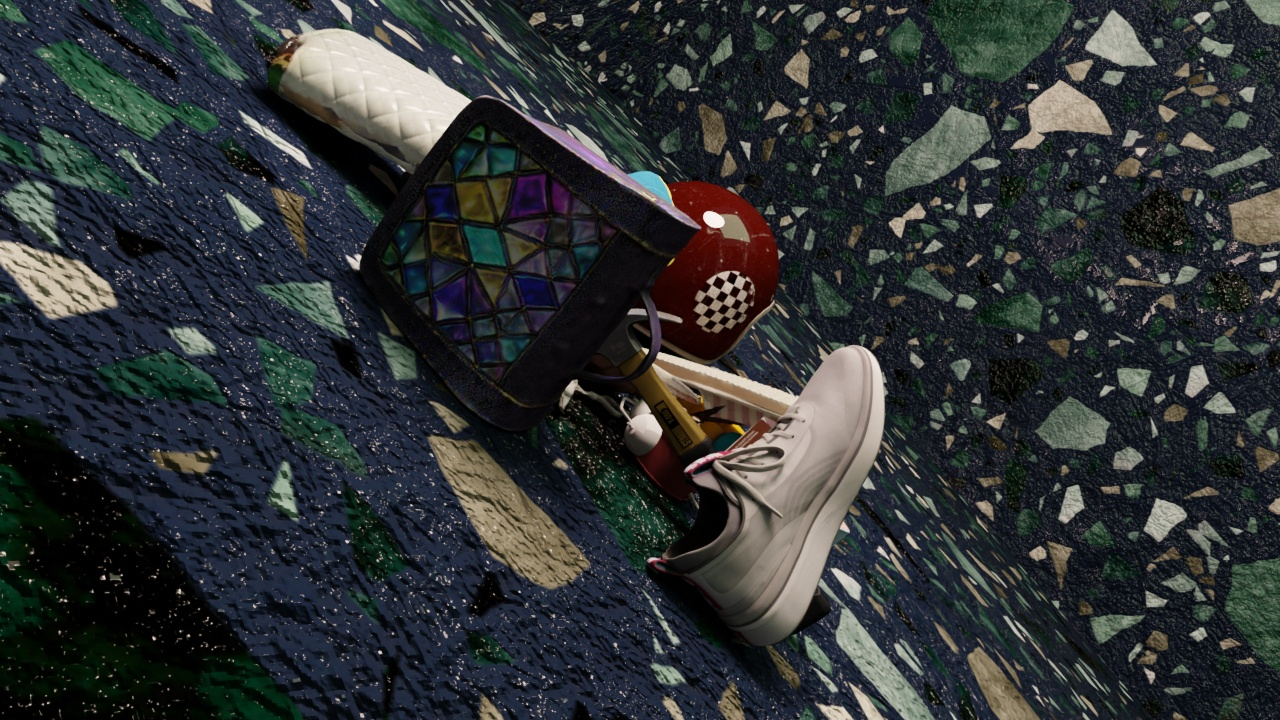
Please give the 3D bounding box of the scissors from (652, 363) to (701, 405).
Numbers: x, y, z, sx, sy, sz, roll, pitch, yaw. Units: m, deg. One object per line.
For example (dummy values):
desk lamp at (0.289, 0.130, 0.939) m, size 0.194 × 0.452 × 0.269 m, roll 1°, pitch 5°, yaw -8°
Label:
scissors at (-0.005, 0.008, 0.956) m, size 0.199 × 0.015 × 0.179 m, roll 49°, pitch -17°, yaw -31°

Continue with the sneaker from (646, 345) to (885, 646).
sneaker at (0.106, 0.089, 0.752) m, size 0.128 × 0.262 × 0.097 m, roll 32°, pitch -14°, yaw -18°

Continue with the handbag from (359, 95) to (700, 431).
handbag at (-0.075, -0.069, 0.711) m, size 0.222 × 0.205 × 0.125 m, roll 43°, pitch 14°, yaw 10°

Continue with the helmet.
helmet at (0.067, -0.103, 1.210) m, size 0.233 × 0.254 × 0.233 m, roll 19°, pitch 20°, yaw -44°

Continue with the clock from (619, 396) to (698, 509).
clock at (0.025, 0.083, 0.883) m, size 0.124 × 0.044 × 0.087 m, roll 44°, pitch 15°, yaw -8°

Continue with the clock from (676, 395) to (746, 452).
clock at (0.097, 0.087, 1.083) m, size 0.129 × 0.044 × 0.099 m, roll 43°, pitch 13°, yaw 17°

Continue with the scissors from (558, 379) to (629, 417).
scissors at (-0.055, 0.030, 0.865) m, size 0.165 × 0.014 × 0.141 m, roll 39°, pitch 14°, yaw -29°

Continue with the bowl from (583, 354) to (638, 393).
bowl at (-0.037, -0.003, 0.907) m, size 0.119 × 0.032 × 0.119 m, roll 40°, pitch -15°, yaw 12°

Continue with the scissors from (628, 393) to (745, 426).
scissors at (0.053, 0.061, 0.927) m, size 0.163 × 0.012 × 0.154 m, roll 19°, pitch -24°, yaw 32°

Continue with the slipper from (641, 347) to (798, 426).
slipper at (0.099, 0.043, 1.037) m, size 0.263 × 0.052 × 0.115 m, roll 20°, pitch 6°, yaw 15°

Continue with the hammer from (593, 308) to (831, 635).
hammer at (0.062, 0.098, 0.818) m, size 0.333 × 0.118 × 0.025 m, roll 54°, pitch 11°, yaw -3°

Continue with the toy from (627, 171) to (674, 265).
toy at (-0.054, -0.175, 1.030) m, size 0.213 × 0.084 × 0.148 m, roll 6°, pitch 42°, yaw -27°

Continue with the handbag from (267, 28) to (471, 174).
handbag at (-0.237, -0.234, 0.869) m, size 0.195 × 0.073 × 0.138 m, roll 30°, pitch 24°, yaw -5°

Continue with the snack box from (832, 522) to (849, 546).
snack box at (0.131, 0.153, 0.896) m, size 0.079 × 0.093 × 0.094 m, roll 30°, pitch 21°, yaw -47°

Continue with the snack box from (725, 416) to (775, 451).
snack box at (0.147, 0.126, 0.993) m, size 0.186 × 0.101 × 0.031 m, roll 27°, pitch 24°, yaw -52°

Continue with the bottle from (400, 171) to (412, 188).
bottle at (-0.194, -0.181, 0.947) m, size 0.112 × 0.047 × 0.047 m, roll -6°, pitch 50°, yaw -43°
